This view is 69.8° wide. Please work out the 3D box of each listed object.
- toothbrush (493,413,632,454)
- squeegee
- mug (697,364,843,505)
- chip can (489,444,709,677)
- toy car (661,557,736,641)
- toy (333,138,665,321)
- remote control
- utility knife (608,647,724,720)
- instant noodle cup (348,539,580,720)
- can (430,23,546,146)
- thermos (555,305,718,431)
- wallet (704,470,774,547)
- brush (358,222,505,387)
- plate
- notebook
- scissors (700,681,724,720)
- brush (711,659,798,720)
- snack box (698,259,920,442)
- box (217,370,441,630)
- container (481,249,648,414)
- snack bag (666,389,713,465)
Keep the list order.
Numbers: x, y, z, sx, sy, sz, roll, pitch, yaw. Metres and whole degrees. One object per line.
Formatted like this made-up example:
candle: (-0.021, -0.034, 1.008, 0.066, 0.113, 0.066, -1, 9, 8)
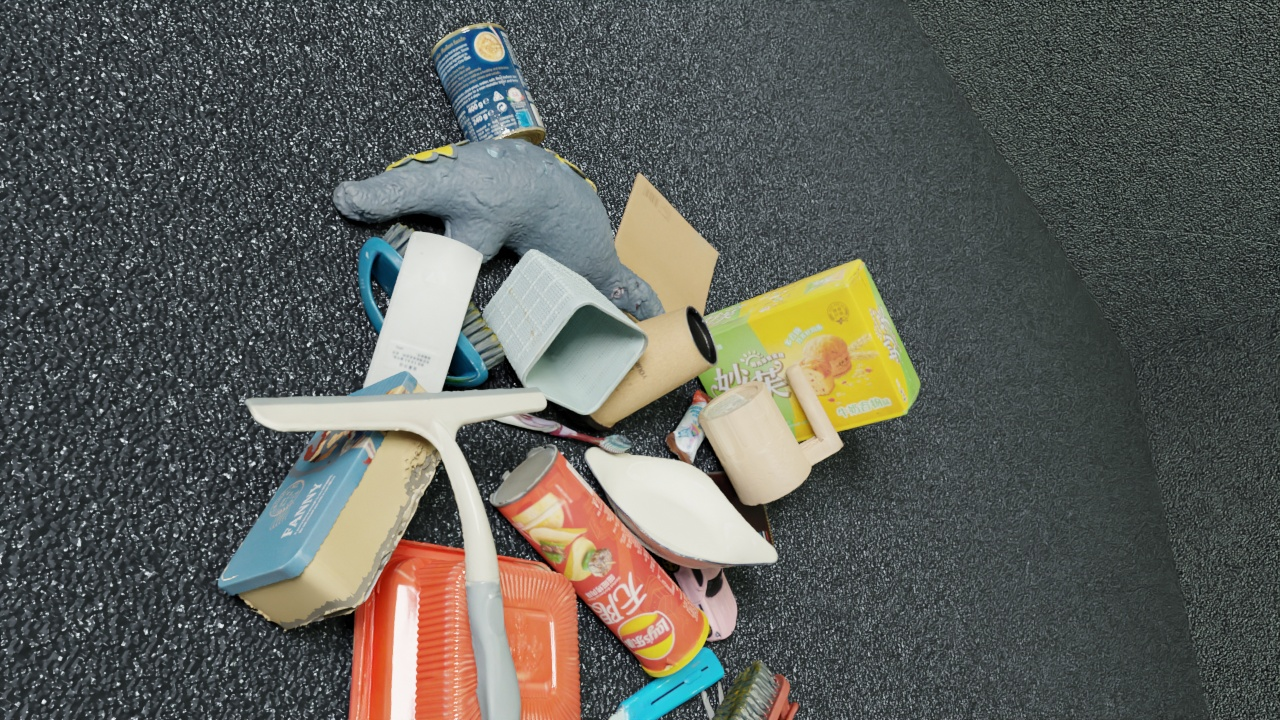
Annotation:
toothbrush: (-0.079, 0.057, 0.810, 0.187, 0.017, 0.016, 21, 51, -39)
squeegee: (-0.106, 0.132, 0.578, 0.246, 0.039, 0.246, 0, 72, -55)
mug: (0.135, 0.075, 0.956, 0.103, 0.124, 0.084, 60, 0, -12)
chip can: (-0.031, 0.169, 0.768, 0.216, 0.073, 0.073, 52, 37, -19)
toy car: (0.062, 0.213, 0.893, 0.056, 0.037, 0.122, -30, 95, -53)
toy: (-0.102, -0.125, 0.837, 0.356, 0.092, 0.137, 23, 68, -39)
remote control: (-0.164, -0.028, 0.691, 0.056, 0.019, 0.135, 17, 88, -20)
utility knife: (0.021, 0.294, 0.808, 0.166, 0.018, 0.034, -10, 77, -52)
instant noodle cup: (-0.106, 0.209, 0.643, 0.188, 0.079, 0.164, 22, 55, -47)
can: (-0.143, -0.249, 0.869, 0.075, 0.075, 0.111, -18, 84, -54)
thermos: (-0.005, 0.005, 0.849, 0.093, 0.143, 0.092, 48, 28, -37)
wallet: (0.094, 0.165, 0.979, 0.122, 0.020, 0.096, 2, 68, -49)
brush: (-0.173, -0.034, 0.727, 0.073, 0.055, 0.144, -46, 108, -28)
plate: (0.031, 0.143, 0.844, 0.163, 0.034, 0.164, 14, 22, -40)
notebook: (0.026, -0.104, 1.056, 0.149, 0.012, 0.210, 43, 41, -27)
scissors: (0.093, 0.388, 0.850, 0.146, 0.012, 0.169, 40, 42, -29)
brush: (0.102, 0.338, 0.831, 0.069, 0.063, 0.145, 48, 34, 1)
snack box: (0.171, 0.003, 0.994, 0.158, 0.211, 0.069, 61, 35, -13)
box: (-0.192, 0.092, 0.593, 0.059, 0.090, 0.183, 52, 34, -25)
container: (-0.069, -0.029, 0.786, 0.090, 0.090, 0.111, 28, 15, -44)
snack bag: (0.056, 0.073, 0.976, 0.045, 0.026, 0.105, 58, 38, -17)
